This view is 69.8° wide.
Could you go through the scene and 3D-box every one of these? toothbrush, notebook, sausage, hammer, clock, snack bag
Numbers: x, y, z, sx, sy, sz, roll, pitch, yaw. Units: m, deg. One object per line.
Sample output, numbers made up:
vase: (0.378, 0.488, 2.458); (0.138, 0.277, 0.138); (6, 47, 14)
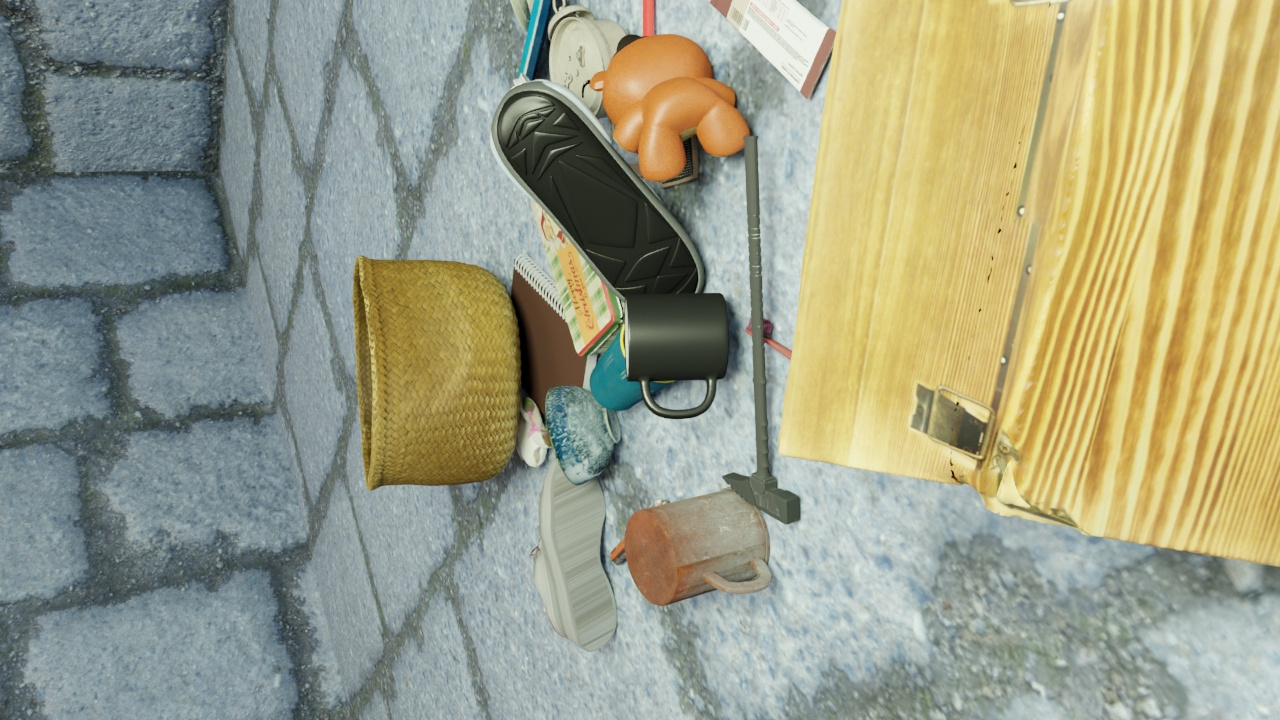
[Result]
toothbrush: (0.003, -0.304, 0.881); (0.012, 0.017, 0.212); (10, 102, 63)
toothbrush: (0.146, 0.008, 0.737); (0.190, 0.016, 0.016); (40, 125, 48)
notebook: (-0.116, -0.016, 1.151); (0.209, 0.022, 0.172); (45, 134, 45)
sausage: (-0.004, 0.193, 1.018); (0.020, 0.020, 0.156); (65, 144, 26)
hammer: (0.095, -0.024, 0.778); (0.095, 0.015, 0.325); (24, 123, 56)
clock: (-0.052, -0.315, 0.943); (0.156, 0.061, 0.104); (64, 148, 15)
snack bag: (0.104, -0.278, 0.741); (0.158, 0.013, 0.057); (57, 143, 35)

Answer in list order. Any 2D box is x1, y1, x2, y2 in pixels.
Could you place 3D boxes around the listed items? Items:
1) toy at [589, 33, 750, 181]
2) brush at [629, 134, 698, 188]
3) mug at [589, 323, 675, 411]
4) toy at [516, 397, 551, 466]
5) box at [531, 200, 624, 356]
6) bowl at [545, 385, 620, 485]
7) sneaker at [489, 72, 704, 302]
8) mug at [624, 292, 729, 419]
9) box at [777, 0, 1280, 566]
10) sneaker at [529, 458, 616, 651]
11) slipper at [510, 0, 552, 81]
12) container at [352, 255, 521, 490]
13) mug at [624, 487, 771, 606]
toy: (0.020, -0.232, 0.804); (0.096, 0.112, 0.176); (73, 174, -63)
brush: (0.012, -0.194, 0.908); (0.136, 0.015, 0.050); (0, 96, 58)
mug: (-0.006, 0.005, 0.930); (0.122, 0.078, 0.078); (-42, 61, 59)
toy: (-0.141, 0.098, 1.199); (0.079, 0.038, 0.123); (66, 154, 17)
box: (-0.058, -0.116, 0.999); (0.118, 0.050, 0.205); (-42, 62, 61)
bowl: (-0.057, 0.078, 1.026); (0.114, 0.061, 0.114); (-14, -91, -79)
sneaker: (-0.035, -0.164, 0.883); (0.093, 0.256, 0.160); (-37, 21, 15)
mug: (0.032, -0.004, 0.820); (0.078, 0.088, 0.113); (102, 166, -76)
box: (0.252, -0.079, 0.452); (0.337, 0.285, 0.279); (11, 110, 13)
sneaker: (-0.094, 0.227, 1.098); (0.090, 0.099, 0.236); (-2, 97, 44)
slipper: (-0.118, -0.416, 0.992); (0.118, 0.060, 0.296); (-90, 15, -46)
container: (-0.269, 0.020, 1.200); (0.307, 0.196, 0.307); (179, 90, -70)
mug: (0.059, 0.177, 0.832); (0.123, 0.110, 0.096); (33, 129, 52)
